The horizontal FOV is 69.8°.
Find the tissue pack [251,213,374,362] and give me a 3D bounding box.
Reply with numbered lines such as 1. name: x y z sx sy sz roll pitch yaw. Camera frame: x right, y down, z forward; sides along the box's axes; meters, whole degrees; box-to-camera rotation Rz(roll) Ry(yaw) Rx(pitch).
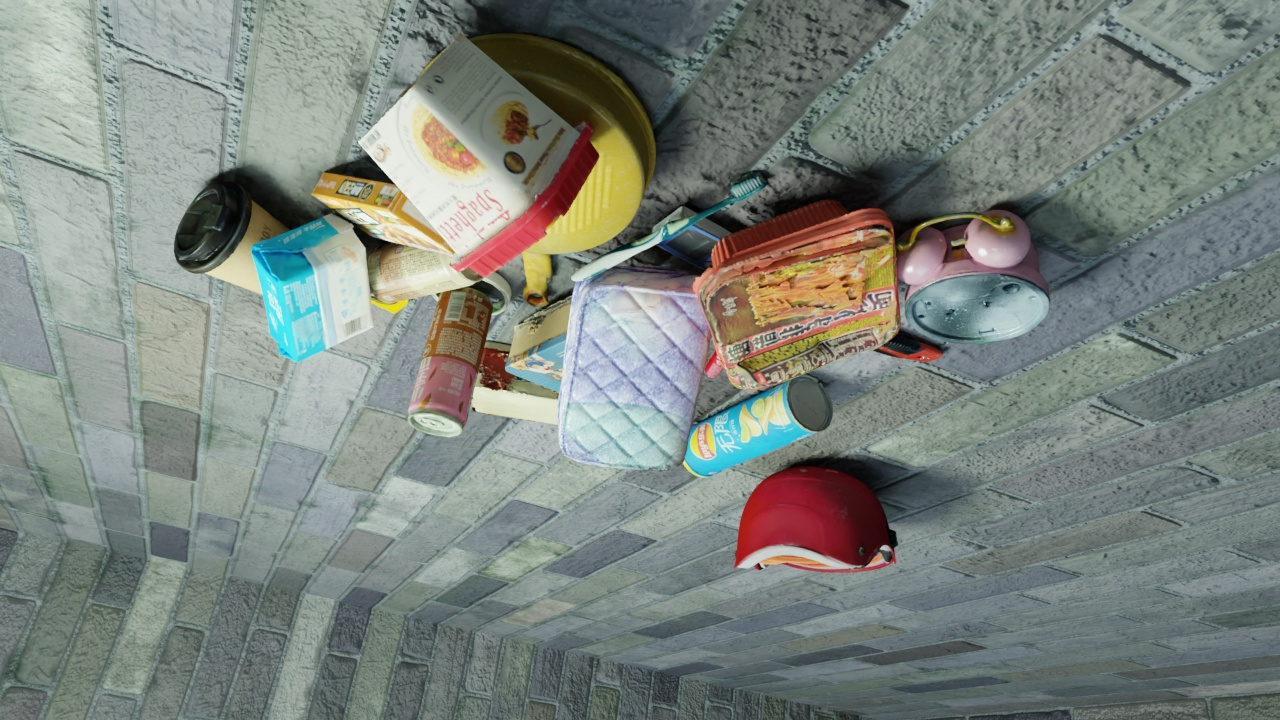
1. tissue pack: -0.309 -0.067 0.866 0.063 0.089 0.140 43 146 25

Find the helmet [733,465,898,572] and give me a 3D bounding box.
1. helmet: 0.245 0.222 1.269 0.207 0.143 0.239 -11 161 33

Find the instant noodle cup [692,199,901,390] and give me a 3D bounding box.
1. instant noodle cup: 0.133 -0.062 0.788 0.164 0.079 0.189 -19 145 6

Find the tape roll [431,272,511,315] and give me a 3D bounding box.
1. tape roll: -0.178 -0.074 0.960 0.086 0.013 0.086 7 152 4

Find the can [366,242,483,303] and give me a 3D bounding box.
1. can: -0.208 -0.092 0.886 0.116 0.058 0.058 -8 148 30

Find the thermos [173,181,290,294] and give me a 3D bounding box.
1. thermos: -0.371 -0.105 0.883 0.093 0.093 0.143 -7 156 27

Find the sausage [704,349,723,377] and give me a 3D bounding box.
1. sausage: 0.095 -0.019 0.982 0.020 0.020 0.156 12 151 -7

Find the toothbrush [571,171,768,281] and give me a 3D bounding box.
1. toothbrush: 0.020 -0.112 0.778 0.192 0.016 0.018 -25 131 19

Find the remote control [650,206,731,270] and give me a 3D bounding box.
1. remote control: 0.072 -0.099 0.831 0.125 0.024 0.049 23 149 -28

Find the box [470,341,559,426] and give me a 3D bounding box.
1. box: -0.116 0.040 1.091 0.168 0.076 0.091 9 153 -3

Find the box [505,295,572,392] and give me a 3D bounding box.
1. box: -0.064 -0.019 0.967 0.089 0.059 0.185 22 157 -28

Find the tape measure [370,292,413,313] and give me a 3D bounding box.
1. tape measure: -0.268 -0.079 0.960 0.060 0.028 0.057 27 148 -30

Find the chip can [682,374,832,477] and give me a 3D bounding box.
1. chip can: 0.133 0.083 1.106 0.071 0.071 0.211 23 149 -26

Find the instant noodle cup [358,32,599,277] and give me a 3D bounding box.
1. instant noodle cup: -0.112 -0.141 0.628 0.124 0.116 0.117 42 136 -22

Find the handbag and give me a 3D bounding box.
1. handbag: -0.005 0.005 0.863 0.134 0.075 0.194 6 116 -11

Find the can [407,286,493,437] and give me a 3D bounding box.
1. can: -0.190 0.000 0.926 0.058 0.147 0.058 7 153 3

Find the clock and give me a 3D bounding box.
1. clock: 0.280 -0.075 0.781 0.117 0.059 0.158 -9 149 32

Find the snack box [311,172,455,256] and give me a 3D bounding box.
1. snack box: -0.219 -0.127 0.794 0.154 0.026 0.075 18 167 46

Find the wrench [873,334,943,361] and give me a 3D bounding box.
1. wrench: 0.186 -0.031 0.915 0.273 0.016 0.056 11 159 -18

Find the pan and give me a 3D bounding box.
1. pan: -0.094 -0.132 0.797 0.198 0.078 0.358 11 146 0
